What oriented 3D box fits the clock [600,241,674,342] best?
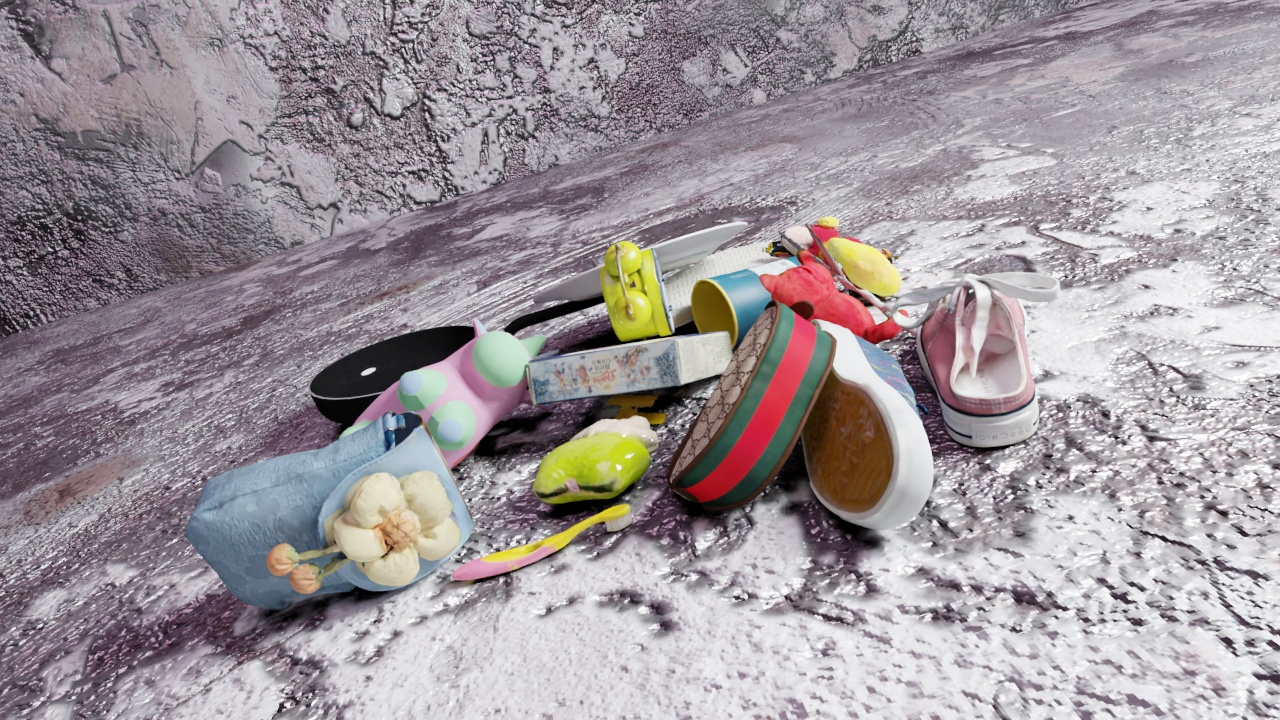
[{"bbox_3d":[-0.003,-0.063,0.839,0.057,0.083,0.119,-13,-15,6],"label":"clock"}]

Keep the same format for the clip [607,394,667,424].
[{"bbox_3d":[-0.010,0.048,0.809,0.054,0.045,0.048,2,2,39],"label":"clip"}]

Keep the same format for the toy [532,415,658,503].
[{"bbox_3d":[-0.030,0.076,0.730,0.092,0.043,0.117,-10,18,25],"label":"toy"}]

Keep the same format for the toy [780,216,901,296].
[{"bbox_3d":[0.216,-0.104,0.955,0.137,0.105,0.067,36,94,48],"label":"toy"}]

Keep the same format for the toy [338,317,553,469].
[{"bbox_3d":[-0.183,0.050,0.839,0.222,0.120,0.171,-40,-2,4],"label":"toy"}]

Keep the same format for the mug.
[{"bbox_3d":[0.123,-0.064,0.937,0.121,0.078,0.078,-21,20,-24],"label":"mug"}]

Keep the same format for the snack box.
[{"bbox_3d":[-0.005,0.005,0.836,0.145,0.042,0.144,-9,1,24],"label":"snack box"}]

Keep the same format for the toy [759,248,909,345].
[{"bbox_3d":[0.169,-0.046,0.818,0.087,0.094,0.133,-31,26,-35],"label":"toy"}]

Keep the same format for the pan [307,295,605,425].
[{"bbox_3d":[-0.196,-0.009,1.050,0.355,0.044,0.204,-18,21,-12],"label":"pan"}]

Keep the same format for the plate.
[{"bbox_3d":[0.002,-0.097,0.984,0.242,0.016,0.242,-20,1,0],"label":"plate"}]

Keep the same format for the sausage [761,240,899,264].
[{"bbox_3d":[0.212,-0.120,1.026,0.155,0.020,0.020,4,20,-2],"label":"sausage"}]

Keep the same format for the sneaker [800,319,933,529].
[{"bbox_3d":[0.162,0.044,0.638,0.079,0.088,0.235,17,22,-9],"label":"sneaker"}]

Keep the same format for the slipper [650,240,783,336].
[{"bbox_3d":[0.083,-0.077,1.030,0.271,0.054,0.115,-26,25,-37],"label":"slipper"}]

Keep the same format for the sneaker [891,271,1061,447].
[{"bbox_3d":[0.255,-0.027,0.702,0.118,0.088,0.240,-10,22,18],"label":"sneaker"}]

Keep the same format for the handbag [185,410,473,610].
[{"bbox_3d":[-0.224,0.119,0.664,0.192,0.122,0.118,-17,30,0],"label":"handbag"}]

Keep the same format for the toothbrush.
[{"bbox_3d":[-0.069,0.132,0.654,0.135,0.016,0.021,-20,22,-3],"label":"toothbrush"}]

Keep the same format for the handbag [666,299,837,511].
[{"bbox_3d":[0.073,0.028,0.668,0.166,0.063,0.139,-61,13,-19],"label":"handbag"}]

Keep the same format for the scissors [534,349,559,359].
[{"bbox_3d":[-0.177,0.015,1.058,0.170,0.014,0.169,-24,21,-18],"label":"scissors"}]

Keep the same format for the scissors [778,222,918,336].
[{"bbox_3d":[0.196,-0.069,0.854,0.014,0.141,0.175,-46,59,-6],"label":"scissors"}]
